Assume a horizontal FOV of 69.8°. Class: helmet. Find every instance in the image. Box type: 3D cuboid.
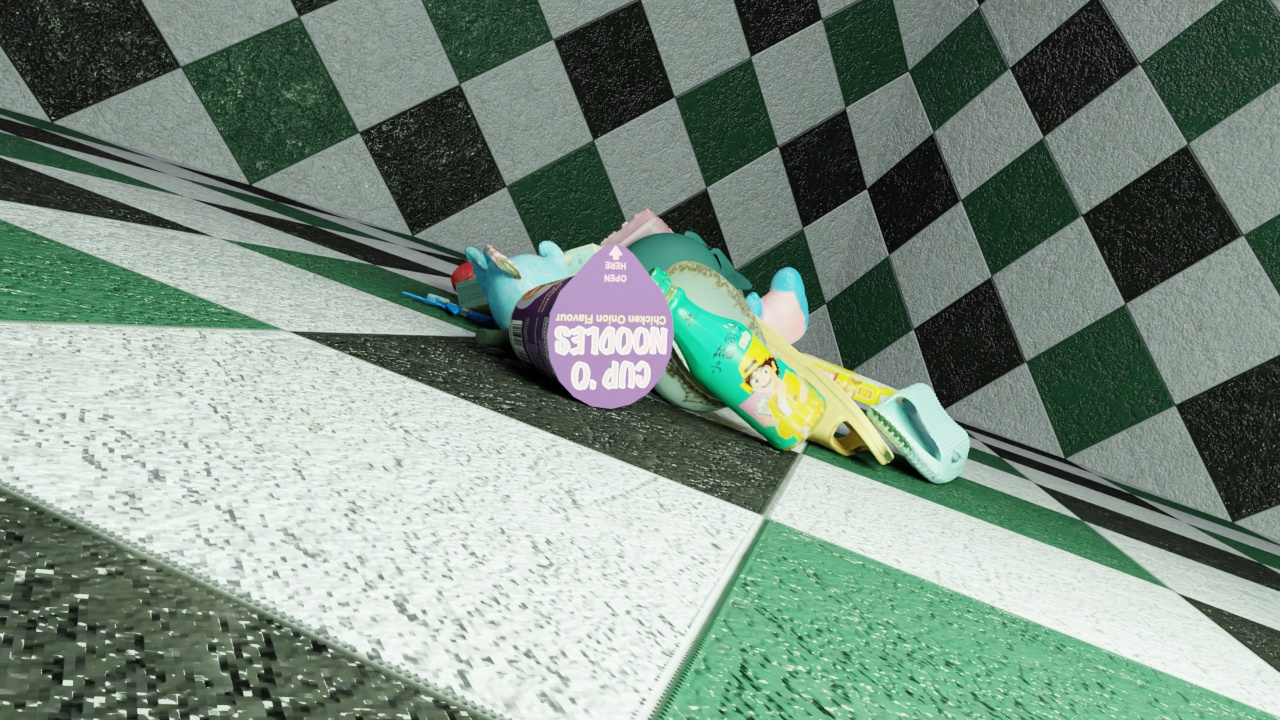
[{"bbox_3d":[0.055,-0.095,1.392,0.176,0.200,0.274,22,6,30],"label":"helmet"}]

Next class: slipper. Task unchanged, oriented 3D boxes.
[{"bbox_3d":[0.346,0.088,1.085,0.116,0.070,0.275,55,17,23],"label":"slipper"},{"bbox_3d":[0.181,0.042,1.037,0.099,0.078,0.263,35,11,-48],"label":"slipper"}]

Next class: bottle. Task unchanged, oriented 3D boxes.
[{"bbox_3d":[0.078,-0.004,0.856,0.209,0.068,0.068,40,1,-12],"label":"bottle"},{"bbox_3d":[-0.118,-0.018,0.897,0.033,0.033,0.122,21,6,28],"label":"bottle"}]

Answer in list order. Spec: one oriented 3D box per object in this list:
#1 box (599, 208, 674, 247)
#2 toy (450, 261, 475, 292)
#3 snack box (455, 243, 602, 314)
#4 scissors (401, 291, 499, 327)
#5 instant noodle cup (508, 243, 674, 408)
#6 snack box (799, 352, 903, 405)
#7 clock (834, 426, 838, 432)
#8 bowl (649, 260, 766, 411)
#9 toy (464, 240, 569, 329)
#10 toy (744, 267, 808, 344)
[{"bbox_3d":[-0.040,-0.136,1.468,0.040,0.233,0.179,59,14,22],"label":"box"},{"bbox_3d":[-0.210,-0.114,1.316,0.133,0.062,0.092,-6,-13,39],"label":"toy"},{"bbox_3d":[-0.122,-0.101,1.199,0.194,0.044,0.141,-15,-4,16],"label":"snack box"},{"bbox_3d":[-0.227,-0.064,1.109,0.125,0.013,0.126,18,1,-19],"label":"scissors"},{"bbox_3d":[-0.055,-0.033,0.813,0.121,0.137,0.122,-2,6,-32],"label":"instant noodle cup"},{"bbox_3d":[0.249,0.023,1.157,0.152,0.025,0.075,25,10,40],"label":"snack box"},{"bbox_3d":[0.207,0.047,1.218,0.118,0.060,0.162,17,8,-10],"label":"clock"},{"bbox_3d":[0.047,-0.012,0.959,0.159,0.159,0.094,14,-33,-41],"label":"bowl"},{"bbox_3d":[-0.129,-0.085,1.057,0.183,0.115,0.180,47,-3,-39],"label":"toy"},{"bbox_3d":[0.141,-0.030,1.221,0.099,0.191,0.224,56,-2,22],"label":"toy"}]
